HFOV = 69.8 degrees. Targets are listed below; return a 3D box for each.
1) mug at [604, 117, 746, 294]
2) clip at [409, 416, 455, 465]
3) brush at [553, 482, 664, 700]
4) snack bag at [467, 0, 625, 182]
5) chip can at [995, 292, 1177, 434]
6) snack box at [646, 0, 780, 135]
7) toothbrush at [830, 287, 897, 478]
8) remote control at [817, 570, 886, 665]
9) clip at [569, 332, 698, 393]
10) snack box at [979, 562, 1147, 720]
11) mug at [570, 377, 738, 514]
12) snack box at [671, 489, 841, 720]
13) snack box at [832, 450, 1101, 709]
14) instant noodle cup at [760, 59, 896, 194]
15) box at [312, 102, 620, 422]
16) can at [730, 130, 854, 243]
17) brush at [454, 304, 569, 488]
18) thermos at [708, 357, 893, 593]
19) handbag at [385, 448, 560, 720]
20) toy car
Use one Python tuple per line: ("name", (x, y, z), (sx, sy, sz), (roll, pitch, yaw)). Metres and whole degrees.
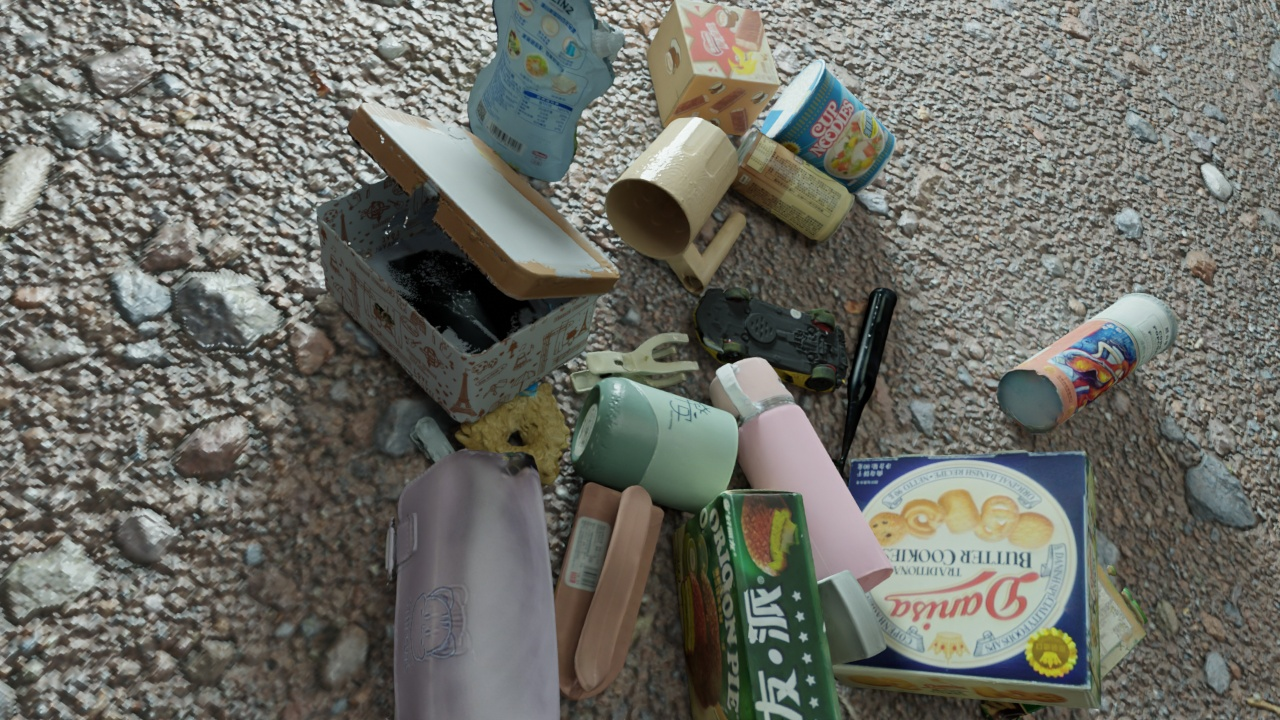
("mug", (0.041, -0.138, 0.812), (0.124, 0.084, 0.103), (52, 52, -23))
("clip", (-0.143, 0.066, 0.658), (0.024, 0.028, 0.056), (-35, 92, -31))
("brush", (-0.028, 0.159, 0.631), (0.063, 0.073, 0.145), (23, 60, -13))
("snack bag", (-0.081, -0.224, 0.727), (0.110, 0.191, 0.038), (42, 58, 1))
("chip can", (0.448, 0.000, 0.917), (0.214, 0.071, 0.071), (-25, 77, -30))
("snack box", (0.069, -0.282, 0.889), (0.094, 0.077, 0.092), (-1, 66, -24))
("toothbrush", (0.198, 0.021, 0.827), (0.027, 0.026, 0.212), (10, 56, 21))
("remote control", (0.124, 0.187, 0.645), (0.019, 0.135, 0.056), (-17, 72, -22))
("clip", (-0.007, 0.009, 0.746), (0.103, 0.076, 0.034), (-14, 73, -19))
("snack box", (0.321, 0.213, 0.736), (0.117, 0.106, 0.118), (-25, 76, -31))
("mug", (0.007, 0.055, 0.700), (0.106, 0.082, 0.111), (18, 29, -14))
("snack box", (0.078, 0.218, 0.621), (0.063, 0.115, 0.239), (2, 64, -18))
("snack box", (0.245, 0.159, 0.696), (0.046, 0.178, 0.182), (50, 45, -44))
("instant noodle cup", (0.190, -0.225, 0.909), (0.110, 0.099, 0.099), (32, 57, -15))
("box", (-0.116, -0.085, 0.637), (0.181, 0.158, 0.148), (41, 56, 19))
("can", (0.140, -0.165, 0.873), (0.116, 0.059, 0.058), (32, 57, -6))
("brush", (-0.080, -0.012, 0.713), (0.083, 0.046, 0.254), (16, 55, -8))
("thermos", (0.115, 0.087, 0.707), (0.067, 0.087, 0.198), (-32, 63, 12))
("handbag", (-0.104, 0.167, 0.551), (0.098, 0.145, 0.196), (7, 62, -24))
("toy car", (0.114, -0.018, 0.798), (0.155, 0.041, 0.071), (15, 60, -18))
